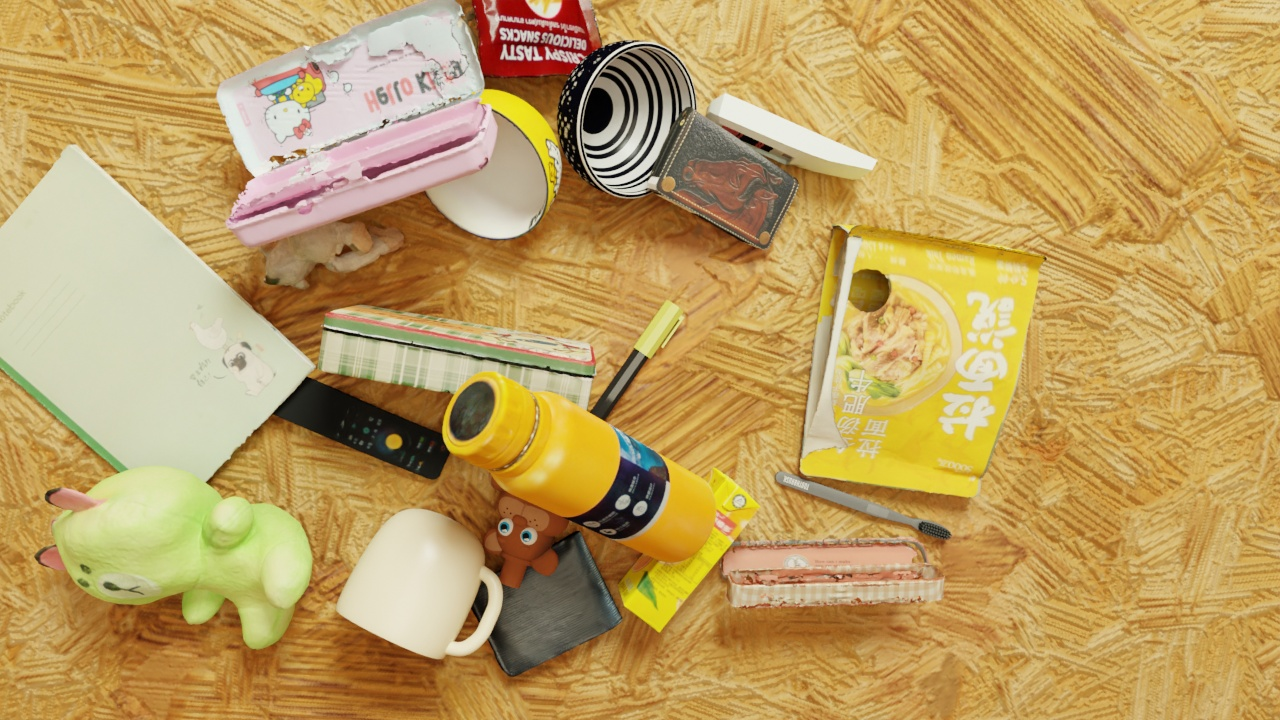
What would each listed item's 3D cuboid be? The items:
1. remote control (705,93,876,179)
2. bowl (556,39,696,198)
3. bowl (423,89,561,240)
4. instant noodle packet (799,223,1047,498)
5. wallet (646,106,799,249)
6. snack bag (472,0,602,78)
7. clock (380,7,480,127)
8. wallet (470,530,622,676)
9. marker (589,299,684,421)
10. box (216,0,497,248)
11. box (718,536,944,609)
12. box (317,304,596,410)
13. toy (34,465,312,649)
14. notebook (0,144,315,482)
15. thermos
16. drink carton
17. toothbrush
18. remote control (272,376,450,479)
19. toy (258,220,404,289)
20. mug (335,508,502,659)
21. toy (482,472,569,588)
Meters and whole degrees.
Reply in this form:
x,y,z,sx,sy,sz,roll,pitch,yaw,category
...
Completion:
x,y,z,sx,sy,sz,roll,pitch,yaw,category
0.121,-0.181,0.768,0.143,0.049,0.024,22,90,-6,remote control
-0.021,-0.197,0.738,0.119,0.066,0.120,-20,123,-34,bowl
-0.113,-0.162,0.729,0.117,0.067,0.117,12,130,15,bowl
0.232,0.003,0.780,0.163,0.084,0.222,7,98,-4,instant noodle packet
0.070,-0.147,0.756,0.123,0.019,0.072,24,95,-30,wallet
-0.091,-0.325,0.718,0.138,0.067,0.208,-17,90,-47,snack bag
-0.165,-0.229,0.720,0.054,0.093,0.141,43,90,-12,clock
-0.084,0.208,0.780,0.115,0.026,0.089,-27,93,-4,wallet
-0.005,0.005,0.782,0.021,0.017,0.124,35,91,-5,marker
-0.203,-0.162,0.663,0.202,0.077,0.146,-15,68,11,box
0.161,0.180,0.780,0.187,0.082,0.042,0,103,-7,box
-0.138,-0.003,0.721,0.205,0.117,0.051,9,93,-4,box
-0.353,0.144,0.715,0.197,0.107,0.151,29,132,-7,toy
-0.413,-0.019,0.735,0.252,0.010,0.182,44,98,-6,notebook
-0.045,0.082,0.674,0.232,0.092,0.076,34,56,-43,thermos
0.041,0.157,0.773,0.043,0.058,0.134,39,88,-8,drink carton
0.197,0.128,0.810,0.167,0.013,0.013,19,91,-3,toothbrush
-0.231,0.053,0.762,0.152,0.020,0.041,25,96,-7,remote control
-0.256,-0.093,0.737,0.106,0.074,0.085,-40,108,2,toy
-0.165,0.176,0.732,0.120,0.096,0.099,24,75,8,mug
-0.091,0.122,0.752,0.095,0.065,0.127,17,83,17,toy
